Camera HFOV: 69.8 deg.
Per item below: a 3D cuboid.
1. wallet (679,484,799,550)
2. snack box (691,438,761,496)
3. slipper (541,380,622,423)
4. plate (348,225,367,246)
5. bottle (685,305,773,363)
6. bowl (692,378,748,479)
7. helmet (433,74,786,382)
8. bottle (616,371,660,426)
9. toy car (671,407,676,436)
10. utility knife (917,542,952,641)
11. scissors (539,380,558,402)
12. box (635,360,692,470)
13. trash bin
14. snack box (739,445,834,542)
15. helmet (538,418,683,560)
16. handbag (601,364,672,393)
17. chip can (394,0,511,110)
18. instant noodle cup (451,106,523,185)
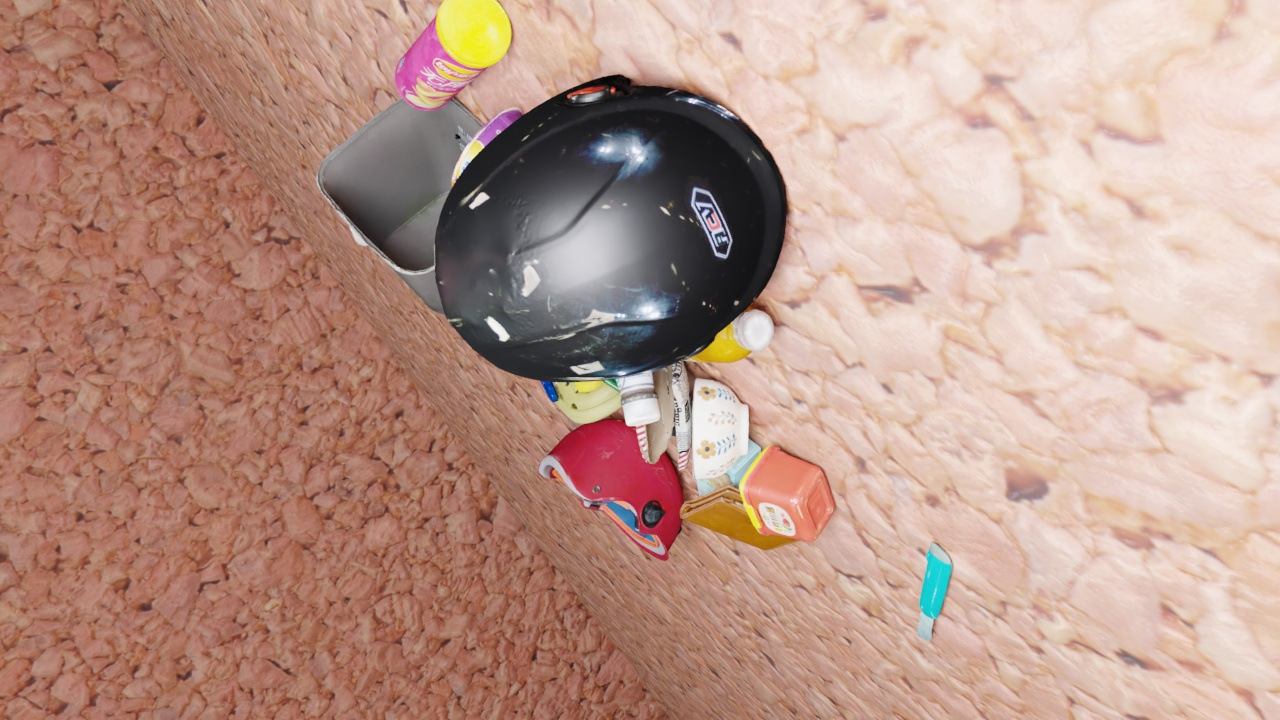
[{"bbox_3d":[0.132,0.191,1.105,0.130,0.035,0.119,25,144,-21],"label":"wallet"},{"bbox_3d":[0.111,0.146,1.152,0.074,0.051,0.175,37,157,30],"label":"snack box"},{"bbox_3d":[-0.093,0.027,1.327,0.191,0.091,0.082,27,149,55],"label":"slipper"},{"bbox_3d":[-0.329,-0.232,1.247,0.034,0.164,0.164,38,159,15],"label":"plate"},{"bbox_3d":[0.062,-0.032,0.901,0.068,0.068,0.190,56,160,-18],"label":"bottle"},{"bbox_3d":[0.089,0.077,1.024,0.062,0.113,0.114,1,147,7],"label":"bowl"},{"bbox_3d":[-0.028,-0.096,0.740,0.275,0.229,0.233,-9,116,39],"label":"helmet"},{"bbox_3d":[-0.016,-0.031,0.932,0.080,0.044,0.194,-29,69,55],"label":"bottle"},{"bbox_3d":[0.044,0.069,1.165,0.053,0.045,0.121,52,166,-14],"label":"toy car"},{"bbox_3d":[0.308,0.251,0.972,0.029,0.013,0.222,35,154,32],"label":"utility knife"},{"bbox_3d":[-0.152,-0.017,1.299,0.176,0.012,0.162,68,163,-8],"label":"scissors"},{"bbox_3d":[0.042,0.059,1.034,0.081,0.074,0.164,17,138,24],"label":"box"},{"bbox_3d":[-0.254,-0.182,1.158,0.199,0.198,0.220,45,168,11],"label":"trash bin"},{"bbox_3d":[0.165,0.149,1.011,0.080,0.081,0.091,12,141,40],"label":"snack box"},{"bbox_3d":[-0.019,0.179,1.375,0.240,0.143,0.207,41,165,-20],"label":"helmet"},{"bbox_3d":[-0.007,0.007,1.124,0.120,0.067,0.131,47,161,-10],"label":"handbag"},{"bbox_3d":[-0.199,-0.313,0.946,0.071,0.071,0.211,56,160,-17],"label":"chip can"},{"bbox_3d":[-0.126,-0.193,0.970,0.099,0.111,0.112,39,160,3],"label":"instant noodle cup"}]
